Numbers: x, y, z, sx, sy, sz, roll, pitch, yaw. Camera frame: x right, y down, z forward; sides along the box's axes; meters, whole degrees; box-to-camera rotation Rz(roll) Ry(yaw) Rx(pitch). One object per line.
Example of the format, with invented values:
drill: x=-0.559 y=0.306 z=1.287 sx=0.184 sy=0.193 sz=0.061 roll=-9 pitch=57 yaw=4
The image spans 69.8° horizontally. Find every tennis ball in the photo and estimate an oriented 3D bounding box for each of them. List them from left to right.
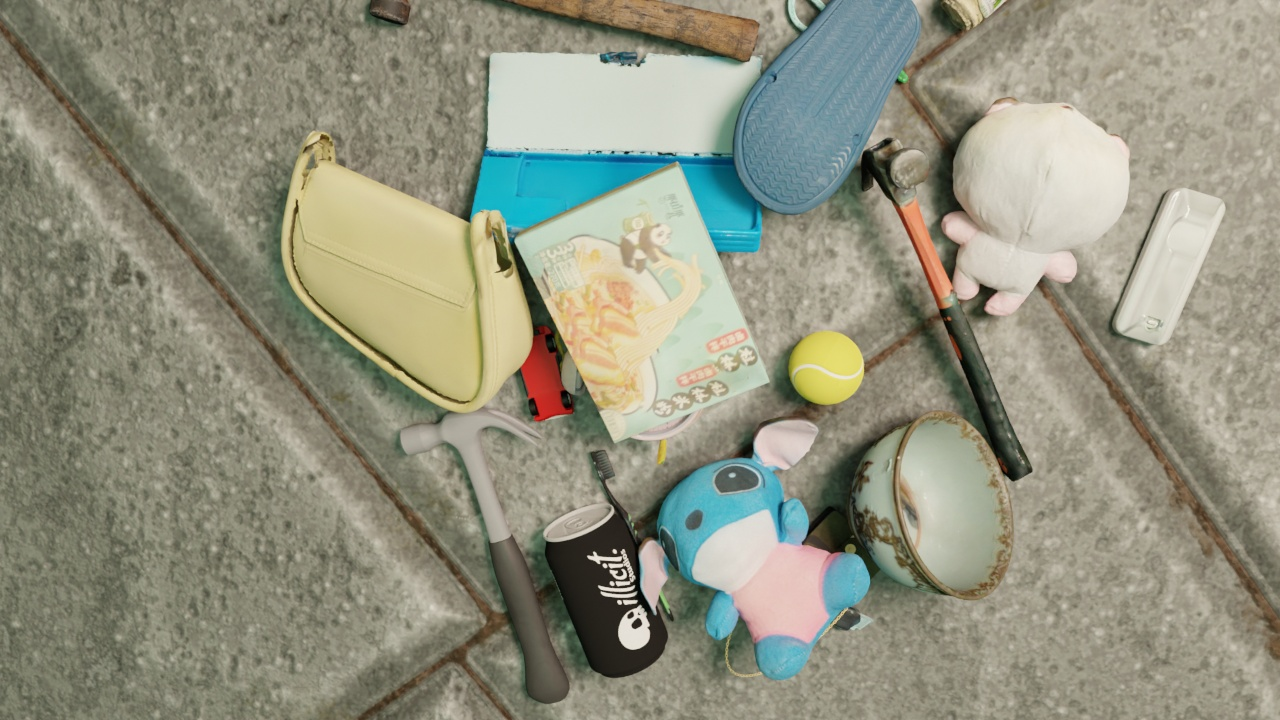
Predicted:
tennis ball: x=0.164 y=0.007 z=0.811 sx=0.065 sy=0.065 sz=0.065 roll=1 pitch=102 yaw=4

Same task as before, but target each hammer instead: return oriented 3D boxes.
hammer: x=-0.126 y=0.192 z=0.890 sx=0.125 sy=0.029 sz=0.311 roll=-15 pitch=101 yaw=8
hammer: x=-0.061 y=-0.315 z=0.774 sx=0.330 sy=0.033 sz=0.120 roll=14 pitch=101 yaw=3
hammer: x=0.266 y=-0.034 z=0.780 sx=0.033 sy=0.133 sz=0.333 roll=-27 pitch=107 yaw=6

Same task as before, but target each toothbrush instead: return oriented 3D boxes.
toothbrush: x=-0.004 y=0.169 z=0.884 sx=0.017 sy=0.014 sz=0.188 roll=-25 pitch=99 yaw=1

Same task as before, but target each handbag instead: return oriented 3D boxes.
handbag: x=-0.197 y=-0.075 z=0.786 sx=0.233 sy=0.088 sz=0.191 roll=26 pitch=124 yaw=12
handbag: x=0.146 y=0.226 z=0.861 sx=0.084 sy=0.027 sz=0.178 roll=43 pitch=91 yaw=-2

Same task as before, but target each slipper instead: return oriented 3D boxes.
slipper: x=0.149 y=-0.219 z=0.755 sx=0.104 sy=0.059 sz=0.213 roll=32 pitch=86 yaw=-3

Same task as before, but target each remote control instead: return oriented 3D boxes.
remote control: x=0.457 y=-0.080 z=0.794 sx=0.050 sy=0.022 sz=0.133 roll=17 pitch=103 yaw=1

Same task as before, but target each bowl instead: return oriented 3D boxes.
bowl: x=0.240 y=0.131 z=0.806 sx=0.094 sy=0.159 sz=0.160 roll=-24 pitch=102 yaw=50

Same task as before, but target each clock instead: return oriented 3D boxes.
clock: x=-0.005 y=0.005 z=0.826 sx=0.158 sy=0.058 sz=0.117 roll=41 pitch=101 yaw=-4

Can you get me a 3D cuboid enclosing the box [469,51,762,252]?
box: x=-0.017 y=-0.177 z=0.799 sx=0.243 sy=0.060 sz=0.175 roll=2 pitch=78 yaw=3

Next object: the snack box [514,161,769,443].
snack box: x=0.004 y=-0.045 z=0.752 sx=0.141 sy=0.044 sz=0.193 roll=-22 pitch=107 yaw=10

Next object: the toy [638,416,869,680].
toy: x=0.108 y=0.164 z=0.817 sx=0.191 sy=0.099 sz=0.224 roll=43 pitch=95 yaw=20

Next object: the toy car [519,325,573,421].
toy car: x=-0.090 y=0.014 z=0.852 sx=0.038 sy=0.025 sz=0.089 roll=-13 pitch=100 yaw=7

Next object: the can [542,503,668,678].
can: x=-0.033 y=0.215 z=0.861 sx=0.080 sy=0.080 sz=0.146 roll=-19 pitch=100 yaw=8

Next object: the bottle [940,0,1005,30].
bottle: x=0.298 y=-0.320 z=0.747 sx=0.110 sy=0.042 sz=0.042 roll=-42 pitch=96 yaw=11

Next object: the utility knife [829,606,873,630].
utility knife: x=0.141 y=0.223 z=0.882 sx=0.174 sy=0.020 sz=0.029 roll=22 pitch=104 yaw=-2

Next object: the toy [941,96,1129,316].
toy: x=0.319 y=-0.122 z=0.762 sx=0.139 sy=0.101 sz=0.180 roll=22 pitch=120 yaw=12

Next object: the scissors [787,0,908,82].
scissors: x=0.174 y=-0.280 z=0.779 sx=0.123 sy=0.011 sz=0.127 roll=6 pitch=101 yaw=4
